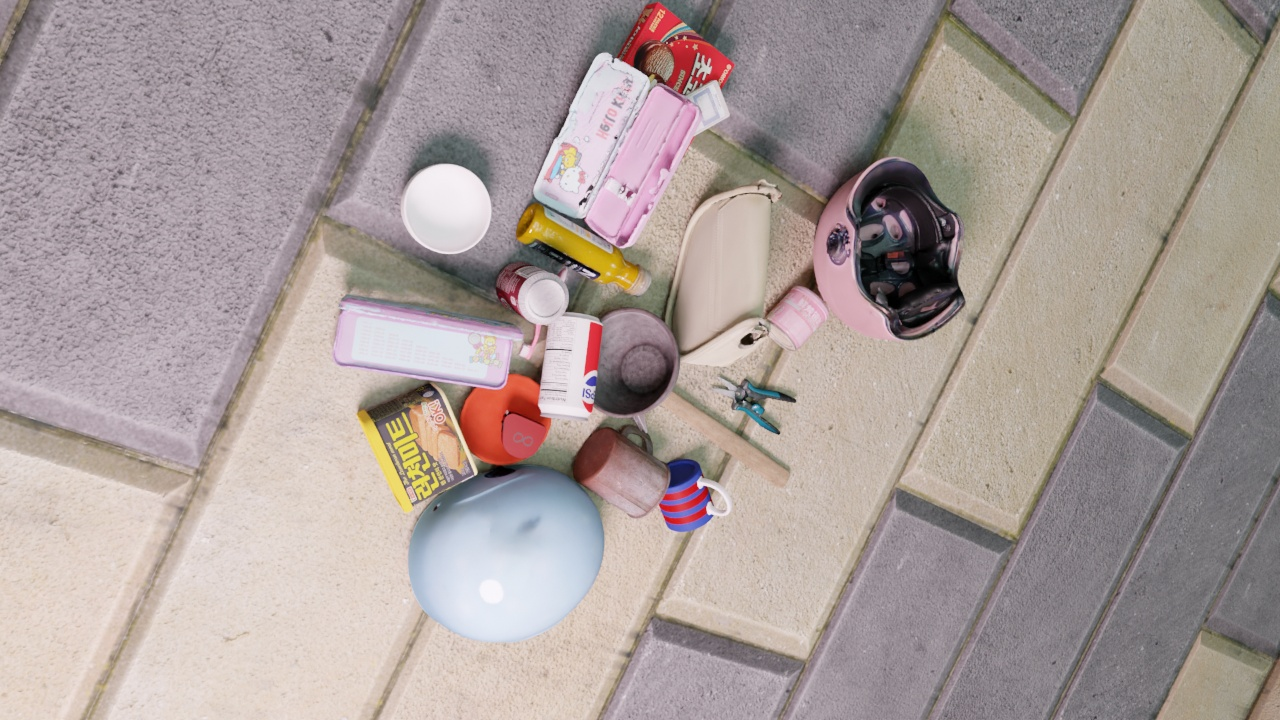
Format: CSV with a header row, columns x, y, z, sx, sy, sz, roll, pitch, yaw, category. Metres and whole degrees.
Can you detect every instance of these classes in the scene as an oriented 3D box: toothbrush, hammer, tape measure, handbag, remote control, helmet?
x,y,z,sx,sy,sz,roll,pitch,yaw,category
-0.125,-0.061,1.184,0.016,0.021,0.135,18,108,-22,toothbrush
0.108,0.102,1.344,0.331,0.031,0.119,36,80,-32,hammer
-0.157,0.097,1.180,0.059,0.019,0.051,26,93,-21,tape measure
0.135,-0.106,1.225,0.131,0.184,0.229,7,82,-29,handbag
0.051,-0.307,1.176,0.135,0.011,0.050,-32,114,-14,remote control
0.341,-0.153,1.309,0.229,0.153,0.255,-20,99,-30,helmet
-0.153,0.254,1.185,0.265,0.167,0.225,-23,102,-28,helmet

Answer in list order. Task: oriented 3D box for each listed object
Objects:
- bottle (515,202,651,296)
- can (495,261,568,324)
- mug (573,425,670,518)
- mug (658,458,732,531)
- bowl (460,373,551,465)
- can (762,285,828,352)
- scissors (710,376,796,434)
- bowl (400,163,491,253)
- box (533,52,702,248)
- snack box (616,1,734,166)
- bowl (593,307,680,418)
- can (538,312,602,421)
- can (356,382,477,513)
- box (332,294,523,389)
x,y,z,sx,sy,sz,roll,pitch,yaw,category
-0.069,-0.137,1.183,0.186,0.053,0.053,26,91,-29,bottle
-0.135,-0.084,1.130,0.063,0.114,0.063,-6,106,-24,can
-0.022,0.140,1.265,0.110,0.096,0.122,40,49,-31,mug
0.076,0.192,1.305,0.074,0.112,0.076,-46,123,-48,mug
-0.179,0.073,1.196,0.121,0.035,0.122,-6,106,-24,bowl
0.225,-0.061,1.331,0.076,0.067,0.067,-46,117,-7,can
0.174,0.063,1.367,0.120,0.019,0.150,-31,112,-14,scissors
-0.235,-0.181,1.094,0.104,0.054,0.105,-6,103,-24,bowl
-0.028,-0.257,1.138,0.155,0.058,0.202,32,111,5,box
0.028,-0.353,1.182,0.132,0.036,0.152,29,90,-28,snack box
-0.007,0.007,1.219,0.145,0.145,0.067,-64,156,2,bowl
-0.090,0.009,1.176,0.070,0.070,0.132,10,82,-27,can
-0.276,0.105,1.140,0.101,0.072,0.131,-26,113,-20,can
-0.251,-0.020,1.086,0.214,0.093,0.090,10,89,-18,box
